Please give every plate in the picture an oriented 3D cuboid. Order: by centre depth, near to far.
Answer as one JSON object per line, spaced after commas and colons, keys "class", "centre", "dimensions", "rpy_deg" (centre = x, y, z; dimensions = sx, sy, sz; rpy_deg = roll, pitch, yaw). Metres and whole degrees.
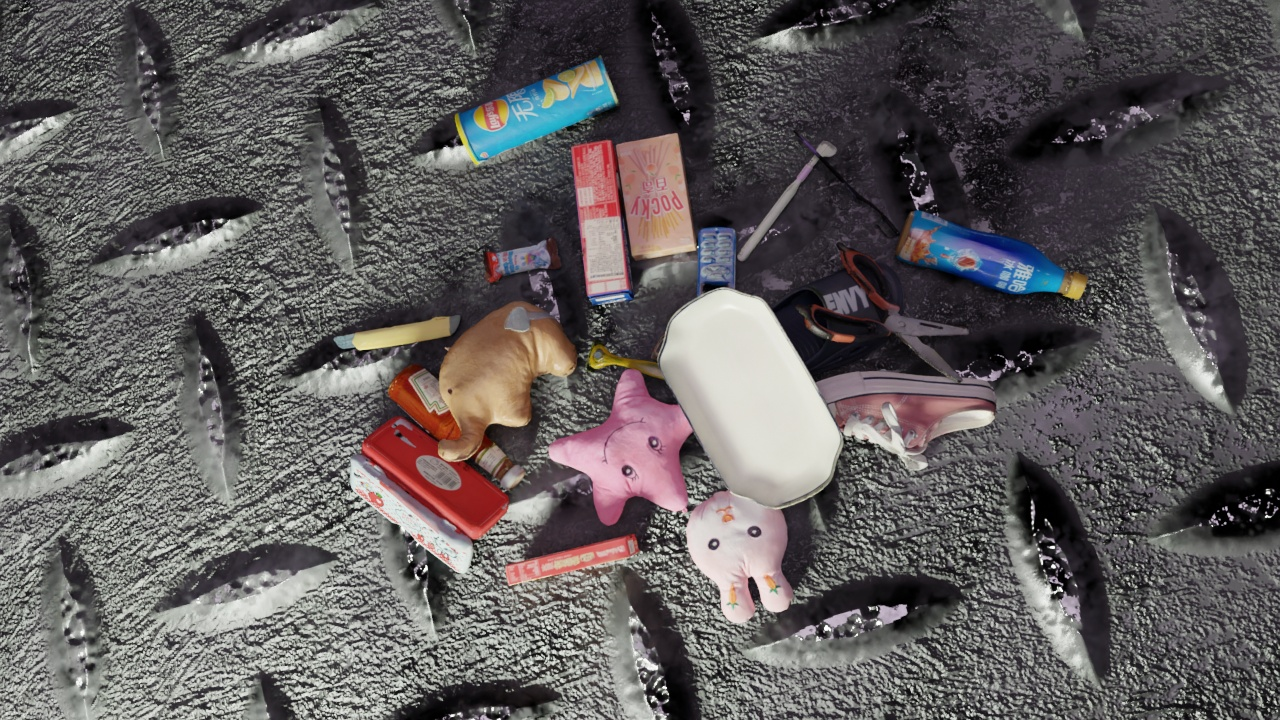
{"class": "plate", "centre": [0.130, 0.043, 1.078], "dimensions": [0.162, 0.034, 0.265], "rpy_deg": [-33, 84, 26]}

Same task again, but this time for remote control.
{"class": "remote control", "centre": [0.098, -0.108, 1.174], "dimensions": [0.049, 0.024, 0.125], "rpy_deg": [1, 82, 9]}

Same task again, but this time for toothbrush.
{"class": "toothbrush", "centre": [0.258, -0.223, 1.162], "dimensions": [0.189, 0.014, 0.017], "rpy_deg": [46, 105, 4]}
{"class": "toothbrush", "centre": [0.185, -0.203, 1.180], "dimensions": [0.189, 0.020, 0.029], "rpy_deg": [-52, 47, -1]}

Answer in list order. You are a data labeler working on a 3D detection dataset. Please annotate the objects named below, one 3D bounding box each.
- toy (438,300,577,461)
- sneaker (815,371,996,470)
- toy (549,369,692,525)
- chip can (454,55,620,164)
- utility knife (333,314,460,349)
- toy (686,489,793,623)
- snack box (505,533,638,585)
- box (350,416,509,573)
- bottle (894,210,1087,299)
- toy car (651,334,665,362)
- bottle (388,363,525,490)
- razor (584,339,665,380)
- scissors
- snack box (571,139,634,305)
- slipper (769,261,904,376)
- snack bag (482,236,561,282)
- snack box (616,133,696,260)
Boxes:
{"class": "toy", "centre": [-0.188, 0.024, 1.154], "dimensions": [0.143, 0.082, 0.225], "rpy_deg": [36, 75, 18]}
{"class": "sneaker", "centre": [0.298, 0.071, 1.078], "dimensions": [0.241, 0.118, 0.087], "rpy_deg": [0, 60, 3]}
{"class": "toy", "centre": [0.004, 0.112, 1.128], "dimensions": [0.194, 0.074, 0.178], "rpy_deg": [-42, 83, 0]}
{"class": "chip can", "centre": [-0.137, -0.333, 1.223], "dimensions": [0.210, 0.071, 0.071], "rpy_deg": [-21, 78, 5]}
{"class": "utility knife", "centre": [-0.327, -0.036, 1.231], "dimensions": [0.179, 0.019, 0.031], "rpy_deg": [-7, 76, 1]}
{"class": "toy", "centre": [0.124, 0.233, 1.104], "dimensions": [0.121, 0.054, 0.159], "rpy_deg": [-20, 86, 5]}
{"class": "snack box", "centre": [-0.082, 0.242, 1.120], "dimensions": [0.153, 0.075, 0.025], "rpy_deg": [-15, 80, 6]}
{"class": "box", "centre": [-0.272, 0.172, 1.180], "dimensions": [0.201, 0.100, 0.094], "rpy_deg": [35, 46, 13]}
{"class": "bottle", "centre": [0.422, -0.121, 1.107], "dimensions": [0.219, 0.065, 0.065], "rpy_deg": [19, 84, 10]}
{"class": "toy car", "centre": [0.059, 0.002, 1.158], "dimensions": [0.090, 0.035, 0.042], "rpy_deg": [30, 88, 9]}
{"class": "bottle", "centre": [-0.234, 0.088, 1.179], "dimensions": [0.206, 0.060, 0.060], "rpy_deg": [40, 88, 8]}
{"class": "razor", "centre": [-0.007, 0.007, 1.159], "dimensions": [0.133, 0.028, 0.043], "rpy_deg": [14, 80, 22]}
{"class": "scissors", "centre": [0.284, -0.049, 1.071], "dimensions": [0.188, 0.015, 0.225], "rpy_deg": [-27, 71, -30]}
{"class": "snack box", "centre": [-0.050, -0.177, 1.192], "dimensions": [0.058, 0.057, 0.207], "rpy_deg": [-7, 80, 5]}
{"class": "slipper", "centre": [0.205, -0.036, 1.111], "dimensions": [0.268, 0.083, 0.110], "rpy_deg": [-27, 80, -3]}
{"class": "snack bag", "centre": [-0.158, -0.133, 1.217], "dimensions": [0.105, 0.026, 0.045], "rpy_deg": [-11, 76, 5]}
{"class": "snack box", "centre": [0.021, -0.214, 1.203], "dimensions": [0.084, 0.026, 0.157], "rpy_deg": [-10, 79, 7]}
